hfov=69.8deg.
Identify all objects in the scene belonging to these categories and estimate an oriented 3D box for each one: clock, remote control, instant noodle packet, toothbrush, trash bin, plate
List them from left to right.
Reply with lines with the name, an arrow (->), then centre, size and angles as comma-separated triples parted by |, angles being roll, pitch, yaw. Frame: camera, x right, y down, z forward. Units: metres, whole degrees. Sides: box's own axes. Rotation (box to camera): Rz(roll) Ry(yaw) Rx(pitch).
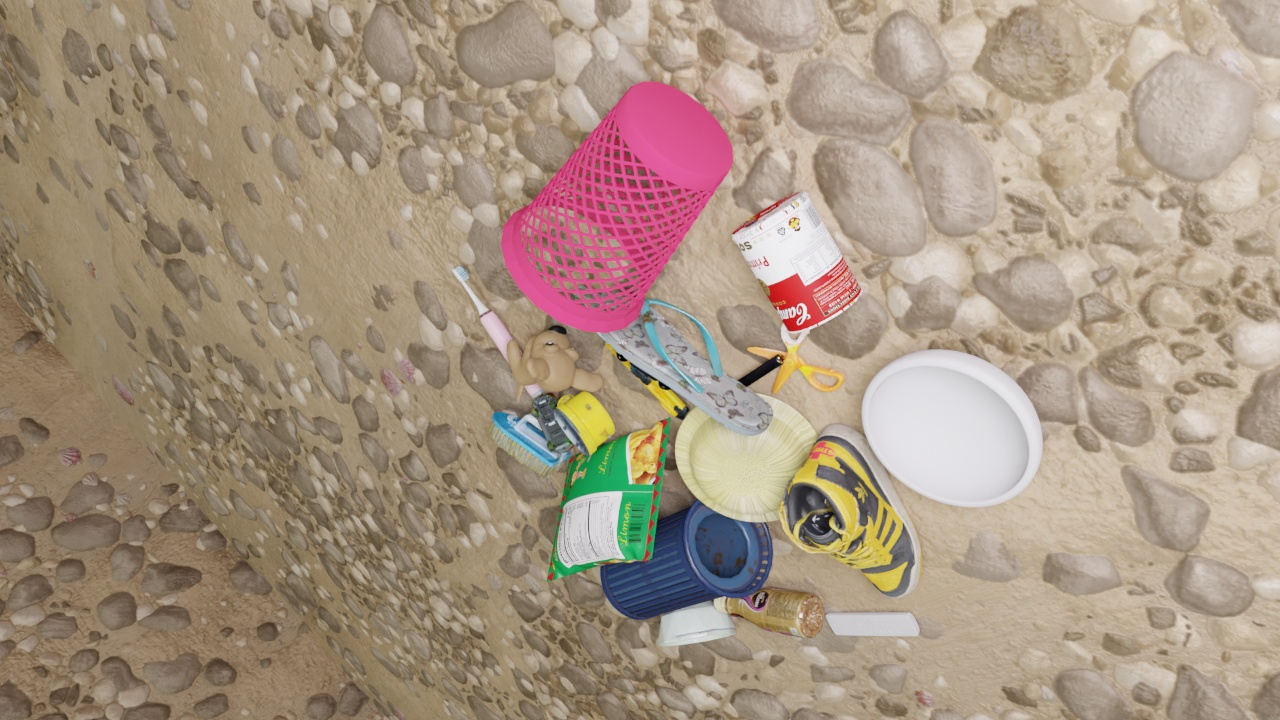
toothbrush -> -0.208, -0.042, 1.342 | 0.222, 0.026, 0.027 | 57, 159, -10
clock -> -0.084, 0.087, 1.298 | 0.083, 0.057, 0.119 | 56, 163, -12
instant noodle packet -> -0.048, 0.199, 1.283 | 0.090, 0.195, 0.253 | 25, 149, -29
trash bin -> 0.052, 0.279, 1.276 | 0.139, 0.138, 0.250 | 51, 141, -3
plate -> 0.128, 0.129, 1.114 | 0.184, 0.036, 0.185 | 7, 117, 14
remote control -> 0.301, 0.342, 1.195 | 0.131, 0.012, 0.033 | -18, 105, 47

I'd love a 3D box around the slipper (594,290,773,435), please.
slipper -> 0.045, -0.010, 1.069 | 0.269, 0.098, 0.055 | 41, 132, 24

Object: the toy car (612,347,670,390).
toy car -> 0.014, -0.003, 1.167 | 0.112, 0.034, 0.046 | 34, 138, 16

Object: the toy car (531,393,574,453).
toy car -> -0.127, 0.093, 1.353 | 0.042, 0.036, 0.091 | -26, 86, 18

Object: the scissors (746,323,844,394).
scissors -> 0.173, -0.005, 1.041 | 0.125, 0.011, 0.128 | 16, 129, 36

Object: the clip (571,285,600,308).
clip -> -0.056, -0.066, 1.191 | 0.078, 0.023, 0.051 | 17, 129, 30

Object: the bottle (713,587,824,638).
bottle -> 0.173, 0.345, 1.277 | 0.166, 0.059, 0.060 | -5, 117, 46

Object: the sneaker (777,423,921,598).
sneaker -> 0.243, 0.203, 1.055 | 0.086, 0.121, 0.238 | -11, 112, 47

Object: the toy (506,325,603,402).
toy -> -0.133, 0.005, 1.266 | 0.108, 0.134, 0.105 | -4, 76, 45

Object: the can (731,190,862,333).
can -> 0.157, -0.099, 0.925 | 0.087, 0.086, 0.116 | -20, 106, 48

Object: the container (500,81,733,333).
container -> -0.017, -0.168, 0.975 | 0.183, 0.182, 0.226 | 46, 132, 3

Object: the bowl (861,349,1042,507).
bowl -> 0.316, 0.058, 0.920 | 0.177, 0.066, 0.177 | 24, 134, 27

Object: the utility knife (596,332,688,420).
utility knife -> -0.007, 0.007, 1.212 | 0.191, 0.017, 0.031 | 47, 131, 7

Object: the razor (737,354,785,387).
razor -> 0.124, 0.025, 1.092 | 0.043, 0.022, 0.145 | 49, 145, -2

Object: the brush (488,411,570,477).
brush -> -0.172, 0.113, 1.412 | 0.136, 0.055, 0.075 | 32, 115, 19

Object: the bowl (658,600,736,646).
bowl -> 0.080, 0.386, 1.368 | 0.118, 0.117, 0.061 | -37, 55, 50
